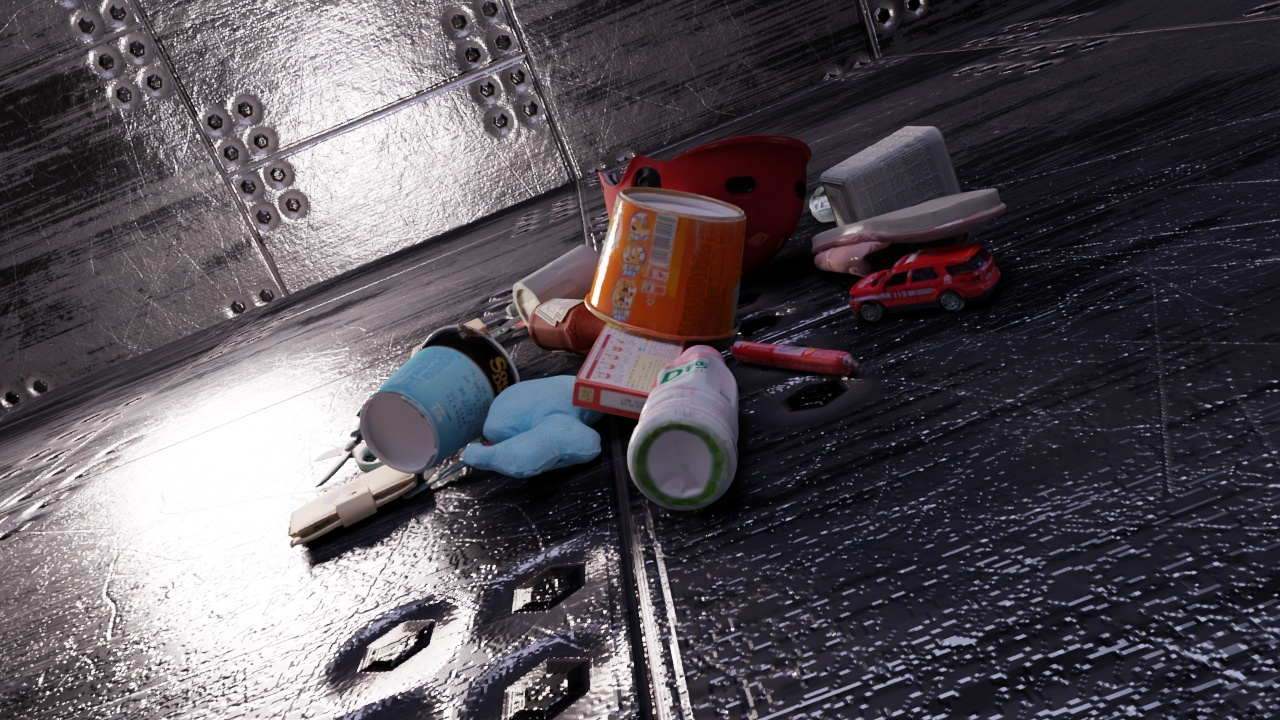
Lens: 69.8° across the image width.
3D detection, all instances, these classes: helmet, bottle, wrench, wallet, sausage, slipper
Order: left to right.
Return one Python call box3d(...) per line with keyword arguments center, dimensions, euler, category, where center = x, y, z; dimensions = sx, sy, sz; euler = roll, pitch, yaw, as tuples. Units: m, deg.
box3d(center=(-0.249, 0.121, 0.797), dimensions=(0.115, 0.024, 0.087), euler=(-25, 16, -13), category="wallet")
box3d(center=(-0.119, -0.062, 1.209), dimensions=(0.273, 0.016, 0.056), euler=(-24, 17, -4), category="wrench")
box3d(center=(-0.046, -0.032, 0.955), dimensions=(0.059, 0.060, 0.206), euler=(-32, 22, -29), category="bottle")
box3d(center=(0.037, 0.034, 0.643), dimensions=(0.068, 0.068, 0.196), euler=(-18, 14, 13), category="bottle")
box3d(center=(0.077, -0.151, 0.997), dimensions=(0.206, 0.144, 0.241), euler=(-4, 0, -34), category="helmet")
box3d(center=(0.118, -0.003, 0.729), dimensions=(0.020, 0.020, 0.156), euler=(-30, 19, -24), category="sausage")
box3d(center=(0.237, -0.110, 0.836), dimensions=(0.114, 0.054, 0.274), euler=(-17, 5, -10), category="slipper")

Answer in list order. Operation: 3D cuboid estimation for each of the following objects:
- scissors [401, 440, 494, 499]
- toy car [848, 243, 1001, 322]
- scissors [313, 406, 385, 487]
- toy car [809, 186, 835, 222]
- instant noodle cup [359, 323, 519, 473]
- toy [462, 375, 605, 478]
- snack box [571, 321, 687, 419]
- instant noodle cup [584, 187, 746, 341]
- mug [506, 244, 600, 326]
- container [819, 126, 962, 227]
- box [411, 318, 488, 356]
box3d(center=(-0.149, 0.085, 0.802), dimensions=(0.135, 0.017, 0.063), euler=(-29, 22, -9), category="scissors")
box3d(center=(0.226, -0.064, 0.743), dimensions=(0.121, 0.045, 0.052), euler=(-11, 19, 39), category="toy car")
box3d(center=(-0.257, 0.066, 0.941), dimensions=(0.170, 0.019, 0.173), euler=(-6, 37, 36), category="scissors")
box3d(center=(0.247, -0.192, 1.112), dimensions=(0.091, 0.043, 0.034), euler=(-6, 50, 50), category="toy car")
box3d(center=(-0.183, 0.038, 0.813), dimensions=(0.111, 0.111, 0.120), euler=(-13, 16, 27), category="instant noodle cup")
box3d(center=(-0.081, 0.050, 0.754), dimensions=(0.161, 0.050, 0.156), euler=(-17, 27, -30), category="toy")
box3d(center=(-0.005, 0.005, 0.786), dimensions=(0.077, 0.027, 0.155), euler=(12, 23, 4), category="snack box")
box3d(center=(0.030, -0.095, 0.859), dimensions=(0.151, 0.111, 0.151), euler=(9, 20, -3), category="instant noodle cup")
box3d(center=(-0.103, -0.083, 1.146), dimensions=(0.103, 0.084, 0.124), euler=(-33, 17, -27), category="mug")
box3d(center=(0.268, -0.188, 0.996), dimensions=(0.114, 0.090, 0.090), euler=(-26, 17, -2), category="container")
box3d(center=(-0.193, 0.009, 1.001), dimensions=(0.091, 0.079, 0.168), euler=(-26, 11, -9), category="box")
